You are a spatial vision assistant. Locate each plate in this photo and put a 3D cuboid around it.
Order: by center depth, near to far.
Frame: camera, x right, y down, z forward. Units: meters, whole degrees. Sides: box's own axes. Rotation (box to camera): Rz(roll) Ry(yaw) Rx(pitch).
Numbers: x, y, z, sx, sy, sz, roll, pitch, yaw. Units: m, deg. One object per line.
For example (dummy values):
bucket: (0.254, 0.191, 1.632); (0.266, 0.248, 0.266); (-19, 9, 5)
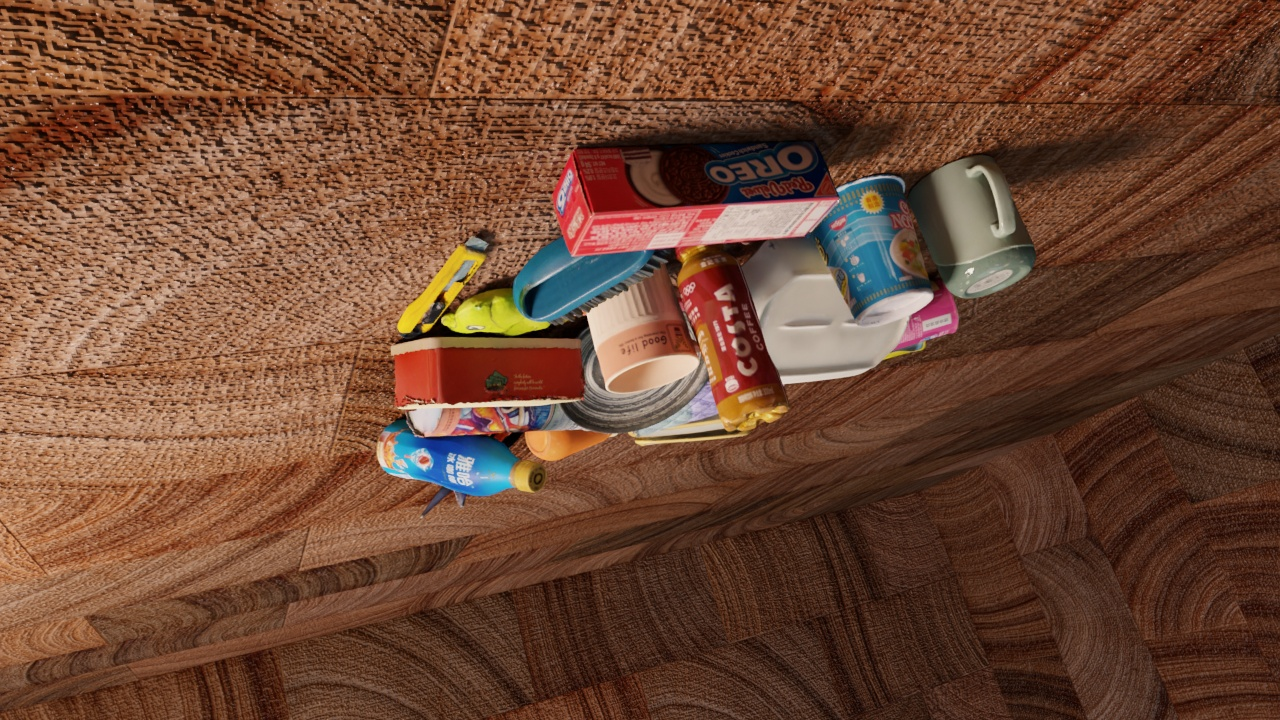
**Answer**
plate: (0.185, -0.042, 0.911); (0.265, 0.034, 0.162); (-3, 118, -36)
plate: (-0.006, 0.006, 0.969); (0.179, 0.024, 0.180); (-11, 132, -13)

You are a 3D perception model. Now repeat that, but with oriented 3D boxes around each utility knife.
utility knife: (-0.161, -0.055, 0.743); (0.033, 0.015, 0.168); (-7, 159, -37)

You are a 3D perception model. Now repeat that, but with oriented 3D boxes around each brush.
brush: (-0.047, -0.075, 0.723); (0.144, 0.055, 0.073); (-27, 160, 30)

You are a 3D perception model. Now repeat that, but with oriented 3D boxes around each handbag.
handbag: (0.073, 0.025, 1.093); (0.194, 0.075, 0.134); (-15, 157, -1)
handbag: (0.071, 0.087, 1.242); (0.163, 0.063, 0.179); (-6, 161, 8)

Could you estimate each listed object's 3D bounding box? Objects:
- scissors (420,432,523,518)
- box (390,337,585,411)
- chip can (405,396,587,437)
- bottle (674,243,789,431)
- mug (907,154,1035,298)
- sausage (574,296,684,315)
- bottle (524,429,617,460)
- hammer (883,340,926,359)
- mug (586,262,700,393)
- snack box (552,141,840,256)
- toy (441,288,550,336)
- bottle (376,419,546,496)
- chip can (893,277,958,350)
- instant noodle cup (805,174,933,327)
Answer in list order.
scissors: (-0.215, 0.131, 1.073); (0.198, 0.022, 0.226); (-9, -162, 37)
box: (-0.140, 0.020, 0.855); (0.168, 0.077, 0.091); (0, 175, -41)
chip can: (-0.137, 0.042, 0.966); (0.214, 0.071, 0.071); (2, 154, -43)
bottle: (0.071, -0.031, 0.765); (0.057, 0.174, 0.057); (-15, 162, -5)
mug: (0.300, -0.122, 0.813); (0.082, 0.106, 0.112); (-14, 161, -7)
sausage: (-0.012, -0.054, 0.875); (0.155, 0.020, 0.020); (-5, 158, -33)
bottle: (-0.075, 0.086, 1.175); (0.149, 0.066, 0.067); (-9, 162, -45)
hammer: (0.243, 0.015, 1.290); (0.323, 0.032, 0.126); (-17, 163, 1)
mug: (0.010, -0.037, 0.805); (0.114, 0.105, 0.082); (-8, 160, -26)
snack box: (0.043, -0.120, 0.672); (0.207, 0.057, 0.058); (-8, 158, -25)
toy: (-0.118, -0.042, 0.799); (0.097, 0.031, 0.100); (-18, 167, 5)
bottle: (-0.189, 0.106, 0.972); (0.219, 0.065, 0.065); (6, 178, 37)
chip can: (0.265, -0.036, 1.093); (0.210, 0.071, 0.071); (-17, 162, -2)
instant noodle cup: (0.207, -0.091, 0.814); (0.099, 0.110, 0.099); (-16, 163, -5)
